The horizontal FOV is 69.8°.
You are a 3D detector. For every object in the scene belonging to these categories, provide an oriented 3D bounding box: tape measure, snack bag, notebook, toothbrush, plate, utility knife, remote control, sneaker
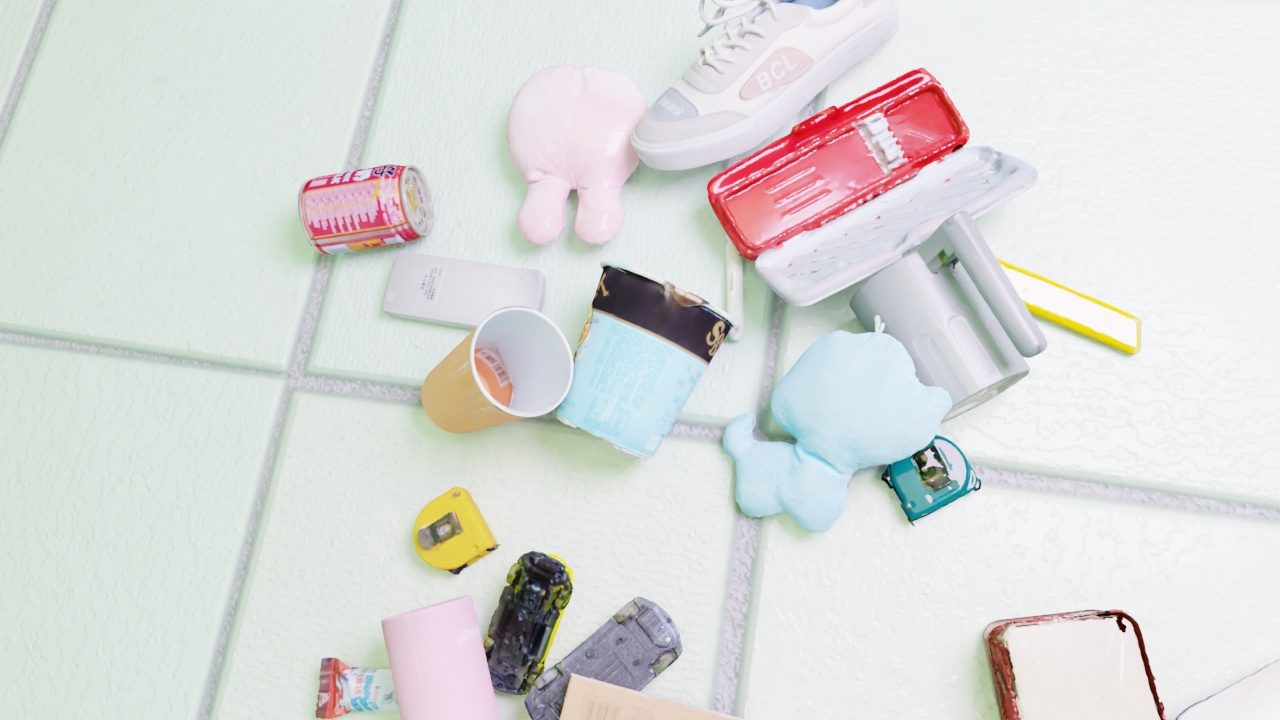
[{"bbox_3d":[0.201,0.079,0.642,0.058,0.025,0.054,-28,72,3],"label":"tape measure"},{"bbox_3d":[-0.145,0.131,0.701,0.057,0.029,0.060,-33,70,2],"label":"tape measure"},{"bbox_3d":[-0.189,0.244,0.681,0.104,0.026,0.048,0,83,12],"label":"snack bag"},{"bbox_3d":[-0.002,0.329,0.600,0.149,0.012,0.211,15,78,-2],"label":"notebook"},{"bbox_3d":[0.073,-0.107,0.724,0.029,0.020,0.189,-4,74,16],"label":"toothbrush"},{"bbox_3d":[0.414,0.258,0.541,0.164,0.034,0.164,-27,71,4],"label":"plate"},{"bbox_3d":[0.286,-0.045,0.663,0.154,0.015,0.033,27,88,17],"label":"utility knife"},{"bbox_3d":[-0.145,-0.055,0.757,0.135,0.019,0.056,9,77,14],"label":"remote control"},{"bbox_3d":[0.091,-0.239,0.700,0.242,0.091,0.089,-35,45,-6],"label":"sneaker"}]

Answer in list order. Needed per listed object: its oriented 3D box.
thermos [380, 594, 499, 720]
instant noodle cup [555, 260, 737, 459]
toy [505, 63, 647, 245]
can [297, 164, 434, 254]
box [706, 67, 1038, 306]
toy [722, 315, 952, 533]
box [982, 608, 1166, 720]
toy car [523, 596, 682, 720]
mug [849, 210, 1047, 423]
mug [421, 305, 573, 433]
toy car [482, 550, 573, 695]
[{"bbox_3d":[-0.130,0.266,0.621,0.067,0.087,0.198,-17,79,19],"label":"thermos"},{"bbox_3d":[-0.004,0.004,0.671,0.111,0.111,0.120,25,87,17],"label":"instant noodle cup"},{"bbox_3d":[-0.055,-0.168,0.751,0.121,0.054,0.159,3,78,12],"label":"toy"},{"bbox_3d":[-0.228,-0.127,0.770,0.094,0.066,0.066,-7,73,11],"label":"can"},{"bbox_3d":[0.165,-0.125,0.680,0.201,0.065,0.159,-28,56,-3],"label":"box"},{"bbox_3d":[0.130,0.044,0.633,0.162,0.049,0.156,11,98,36],"label":"toy"},{"bbox_3d":[0.270,0.240,0.555,0.091,0.077,0.168,-10,72,9],"label":"box"},{"bbox_3d":[-0.025,0.220,0.646,0.120,0.037,0.054,-40,75,-8],"label":"toy car"},{"bbox_3d":[0.211,-0.025,0.620,0.083,0.124,0.103,-20,72,-19],"label":"mug"},{"bbox_3d":[-0.112,0.014,0.675,0.078,0.123,0.078,10,71,-32],"label":"mug"},{"bbox_3d":[-0.081,0.191,0.669,0.048,0.032,0.105,21,92,17],"label":"toy car"}]
